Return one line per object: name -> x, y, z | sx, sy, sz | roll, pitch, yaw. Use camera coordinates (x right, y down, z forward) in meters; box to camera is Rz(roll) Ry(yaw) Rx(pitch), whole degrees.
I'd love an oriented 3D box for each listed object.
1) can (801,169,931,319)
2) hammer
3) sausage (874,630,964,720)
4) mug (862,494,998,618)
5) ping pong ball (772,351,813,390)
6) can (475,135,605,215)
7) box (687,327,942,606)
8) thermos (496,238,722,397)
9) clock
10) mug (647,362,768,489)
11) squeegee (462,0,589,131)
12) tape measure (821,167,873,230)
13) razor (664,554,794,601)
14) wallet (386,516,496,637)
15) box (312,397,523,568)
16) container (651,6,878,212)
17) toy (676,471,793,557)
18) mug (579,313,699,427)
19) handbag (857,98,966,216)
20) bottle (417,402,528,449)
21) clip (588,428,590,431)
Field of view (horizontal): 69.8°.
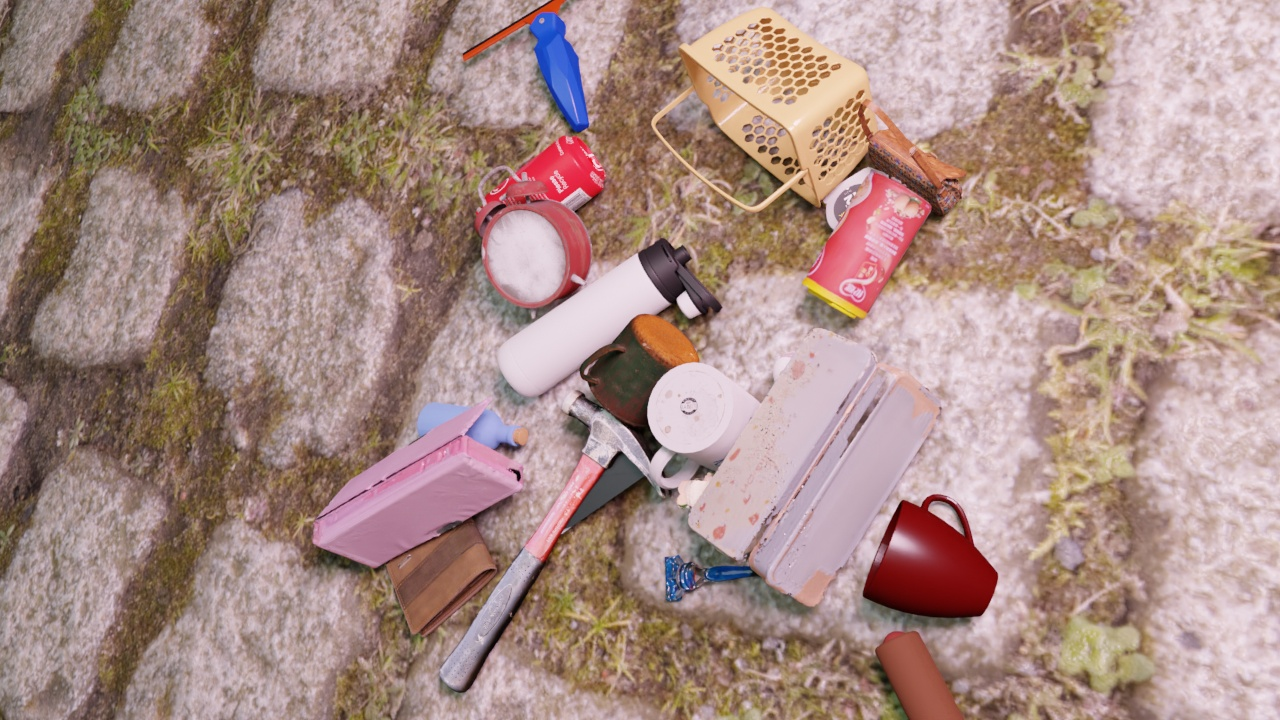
can -> 0.207, -0.104, 0.842 | 0.067, 0.066, 0.124 | 36, 102, 32
hammer -> -0.098, 0.199, 0.921 | 0.140, 0.036, 0.326 | 35, 96, 17
sausage -> 0.236, 0.289, 0.726 | 0.040, 0.040, 0.155 | -32, 62, 15
mug -> 0.244, 0.160, 0.750 | 0.088, 0.087, 0.113 | 23, 57, 14
ping pong ball -> 0.145, 0.012, 0.862 | 0.040, 0.040, 0.040 | -9, 70, 25
can -> -0.112, -0.189, 1.042 | 0.143, 0.074, 0.074 | -34, 61, 14
box -> 0.151, 0.091, 0.805 | 0.217, 0.114, 0.096 | -56, 25, -3
thermos -> -0.036, -0.033, 0.960 | 0.230, 0.068, 0.101 | -33, 74, 13
clock -> -0.118, -0.134, 0.985 | 0.110, 0.061, 0.157 | -30, 91, 31
mug -> 0.054, 0.070, 0.858 | 0.083, 0.096, 0.119 | 39, 93, 31
squeegee -> -0.098, -0.359, 1.104 | 0.250, 0.055, 0.184 | -23, 75, 19
tape measure -> 0.212, -0.149, 0.894 | 0.064, 0.016, 0.065 | -31, 62, 16
razor -> 0.085, 0.195, 0.847 | 0.141, 0.018, 0.043 | -11, 68, 24
wallet -> -0.217, 0.224, 0.991 | 0.121, 0.027, 0.098 | -43, 55, 10
box -> -0.238, 0.123, 0.979 | 0.233, 0.099, 0.106 | -31, 45, 26
container -> 0.116, -0.234, 0.902 | 0.167, 0.129, 0.183 | -39, 54, -2
toy -> 0.090, 0.137, 0.842 | 0.112, 0.050, 0.087 | 17, 81, 13
mug -> -0.006, 0.005, 0.890 | 0.081, 0.111, 0.085 | -50, 47, 25
handbag -> 0.227, -0.190, 0.796 | 0.043, 0.195, 0.093 | -50, 61, 11
bottle -> -0.181, 0.076, 1.007 | 0.131, 0.048, 0.048 | 5, 76, 29
clip -> -0.025, 0.065, 0.948 | 0.060, 0.044, 0.023 | -16, 70, -8
